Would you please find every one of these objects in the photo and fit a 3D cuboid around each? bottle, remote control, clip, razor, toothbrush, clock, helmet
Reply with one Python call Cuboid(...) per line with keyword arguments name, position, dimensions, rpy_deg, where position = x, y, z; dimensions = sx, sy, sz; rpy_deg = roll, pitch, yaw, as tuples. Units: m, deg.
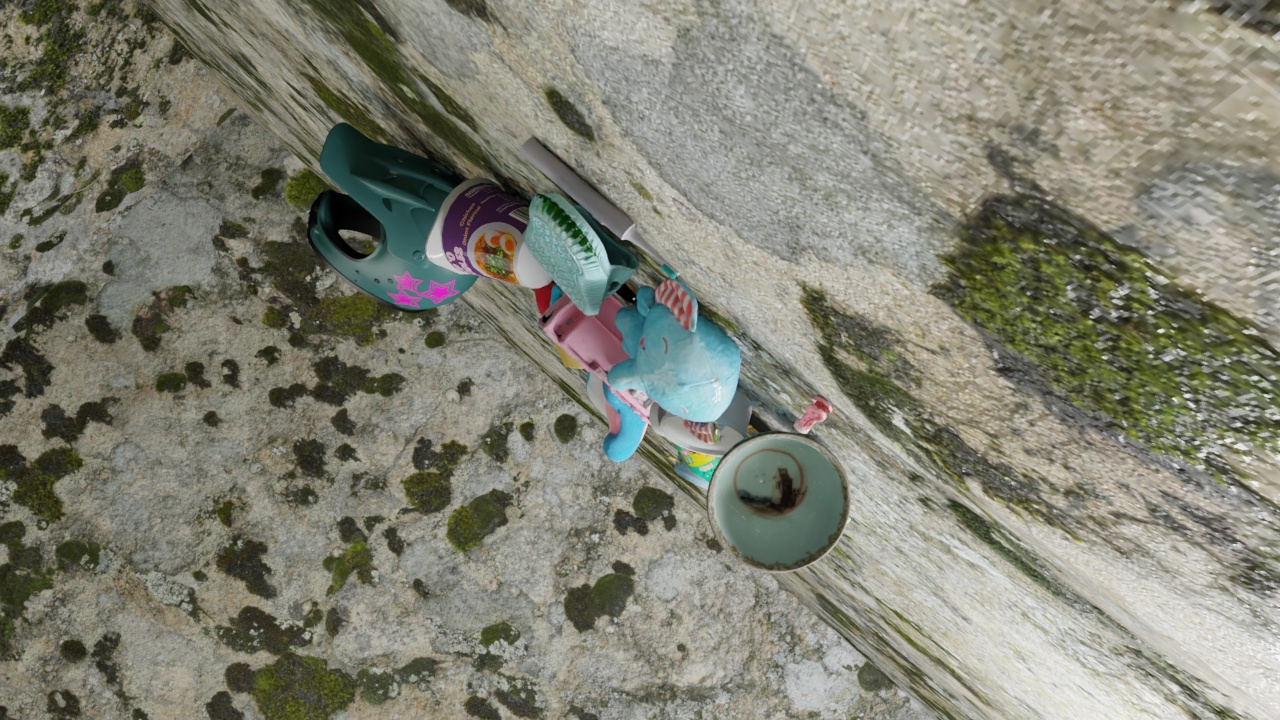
Cuboid(name="bottle", position=(0.095, 0.131, 1.315), dimensions=(0.210, 0.068, 0.068), rpy_deg=(58, 165, -25))
Cuboid(name="remote control", position=(0.164, 0.102, 1.164), dimensions=(0.133, 0.013, 0.058), rpy_deg=(42, 172, 2))
Cuboid(name="clip", position=(0.161, 0.054, 0.875), dimensions=(0.023, 0.045, 0.060), rpy_deg=(38, -175, 6))
Cuboid(name="razor", position=(-0.052, -0.115, 1.038), dimensions=(0.144, 0.021, 0.044), rpy_deg=(43, 172, -22))
Cuboid(name="toothbrush", position=(-0.036, -0.138, 0.840), dimensions=(0.188, 0.019, 0.018), rpy_deg=(41, 169, 7))
Cuboid(name="clock", position=(0.073, 0.077, 1.103), dimensions=(0.120, 0.061, 0.160), rpy_deg=(22, 153, -11))
Cuboid(name="helmet", position=(-0.343, -0.201, 1.310), dimensions=(0.274, 0.201, 0.176), rpy_deg=(31, -140, -21))
Cuboid(name="clock", position=(0.126, 0.174, 1.454), dimensions=(0.162, 0.060, 0.118), rpy_deg=(24, -176, 15))

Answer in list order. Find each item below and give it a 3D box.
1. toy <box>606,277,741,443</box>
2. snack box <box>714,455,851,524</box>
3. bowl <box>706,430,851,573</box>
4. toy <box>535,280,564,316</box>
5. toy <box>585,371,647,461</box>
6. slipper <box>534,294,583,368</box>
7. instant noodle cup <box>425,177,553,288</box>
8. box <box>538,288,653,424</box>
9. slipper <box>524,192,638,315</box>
Cuboid(name="toy", position=(0.019, -0.004, 0.943), dimensions=(0.181, 0.114, 0.183), rpy_deg=(25, 138, 48))
Cuboid(name="snack box", position=(0.176, 0.158, 1.191), dimensions=(0.141, 0.044, 0.194), rpy_deg=(43, 172, -7))
Cuboid(name="bowl", position=(0.151, 0.148, 1.041), dimensions=(0.160, 0.160, 0.094), rpy_deg=(43, -172, -7))
Cuboid(name="toy", position=(-0.113, -0.078, 1.308), dimensions=(0.092, 0.062, 0.133), rpy_deg=(62, 174, -24))
Cuboid(name="toy", position=(-0.031, 0.035, 1.302), dimensions=(0.191, 0.099, 0.224), rpy_deg=(-97, -3, -66))
Cuboid(name="slipper", position=(-0.084, -0.011, 1.502), dimensions=(0.263, 0.078, 0.099), rpy_deg=(44, 169, -15))
Cuboid(name="instant noodle cup", position=(-0.163, -0.139, 1.088), dimensions=(0.122, 0.136, 0.122), rpy_deg=(25, 137, 33))
Cuboid(name="box", position=(-0.005, 0.007, 1.119), dimensions=(0.232, 0.106, 0.115), rpy_deg=(45, -174, -37))
Cuboid(name="slipper", position=(-0.061, -0.114, 0.912), dimensions=(0.116, 0.069, 0.276), rpy_deg=(44, 172, 1))
